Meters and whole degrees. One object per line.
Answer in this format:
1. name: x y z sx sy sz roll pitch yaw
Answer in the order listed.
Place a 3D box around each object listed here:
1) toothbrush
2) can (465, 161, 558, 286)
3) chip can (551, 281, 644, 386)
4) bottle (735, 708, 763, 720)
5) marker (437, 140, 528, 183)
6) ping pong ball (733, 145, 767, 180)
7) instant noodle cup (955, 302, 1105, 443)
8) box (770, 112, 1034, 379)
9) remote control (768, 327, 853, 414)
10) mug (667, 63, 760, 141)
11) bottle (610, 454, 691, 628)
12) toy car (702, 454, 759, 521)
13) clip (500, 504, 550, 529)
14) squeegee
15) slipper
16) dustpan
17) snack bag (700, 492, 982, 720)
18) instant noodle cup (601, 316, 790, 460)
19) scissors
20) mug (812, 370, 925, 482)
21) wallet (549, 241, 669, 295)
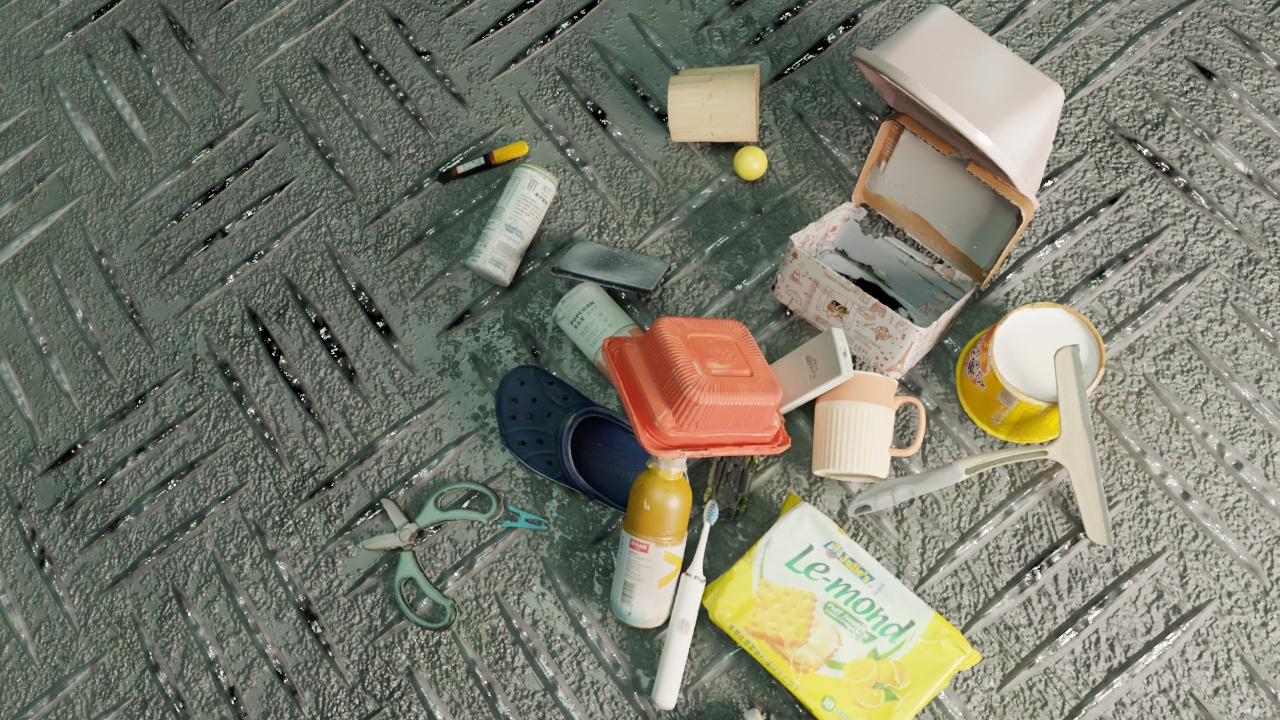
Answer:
1. toothbrush: 0.049 0.250 0.945 0.026 0.026 0.221 12 94 -19
2. can: -0.155 -0.165 1.115 0.058 0.058 0.146 22 78 14
3. chip can: -0.006 0.006 1.035 0.071 0.071 0.214 -42 72 -4
4. bottle: 0.033 0.410 0.918 0.206 0.060 0.059 -28 72 1
5. marker: -0.201 -0.252 1.171 0.124 0.015 0.018 -19 70 6
6. ping pong ball: 0.131 -0.236 1.098 0.040 0.040 0.040 -2 74 8
7. instant noodle cup: 0.406 0.007 0.948 0.138 0.110 0.138 -3 72 8
8. box: 0.269 -0.121 0.946 0.183 0.194 0.156 39 51 21
9. remote control: 0.172 0.016 0.981 0.019 0.135 0.056 6 63 -32
10. mug: 0.092 -0.320 1.116 0.103 0.084 0.124 0 50 10
11. bottle: 0.014 0.180 0.947 0.068 0.068 0.190 13 104 12
12. toy car: 0.101 0.124 1.005 0.048 0.032 0.105 14 88 12
13. clip: -0.129 0.181 1.034 0.057 0.015 0.049 9 73 13
14. squeegee: 0.326 0.114 0.923 0.247 0.246 0.039 -17 27 13
15. slipper: -0.062 0.095 1.009 0.253 0.095 0.105 32 79 12
16. dustpan: 0.309 -0.241 0.953 0.138 0.273 0.222 -43 68 -9
17. snack bag: 0.195 0.270 0.928 0.246 0.068 0.158 41 84 18
18. instant noodle cup: 0.069 0.021 0.949 0.188 0.079 0.164 1 46 -31
19. scissors: -0.229 0.221 1.037 0.170 0.019 0.178 -15 73 3
20. mug: 0.240 0.071 0.967 0.115 0.081 0.105 2 76 24
21. wallet: -0.033 -0.106 1.064 0.121 0.097 0.019 13 117 10
